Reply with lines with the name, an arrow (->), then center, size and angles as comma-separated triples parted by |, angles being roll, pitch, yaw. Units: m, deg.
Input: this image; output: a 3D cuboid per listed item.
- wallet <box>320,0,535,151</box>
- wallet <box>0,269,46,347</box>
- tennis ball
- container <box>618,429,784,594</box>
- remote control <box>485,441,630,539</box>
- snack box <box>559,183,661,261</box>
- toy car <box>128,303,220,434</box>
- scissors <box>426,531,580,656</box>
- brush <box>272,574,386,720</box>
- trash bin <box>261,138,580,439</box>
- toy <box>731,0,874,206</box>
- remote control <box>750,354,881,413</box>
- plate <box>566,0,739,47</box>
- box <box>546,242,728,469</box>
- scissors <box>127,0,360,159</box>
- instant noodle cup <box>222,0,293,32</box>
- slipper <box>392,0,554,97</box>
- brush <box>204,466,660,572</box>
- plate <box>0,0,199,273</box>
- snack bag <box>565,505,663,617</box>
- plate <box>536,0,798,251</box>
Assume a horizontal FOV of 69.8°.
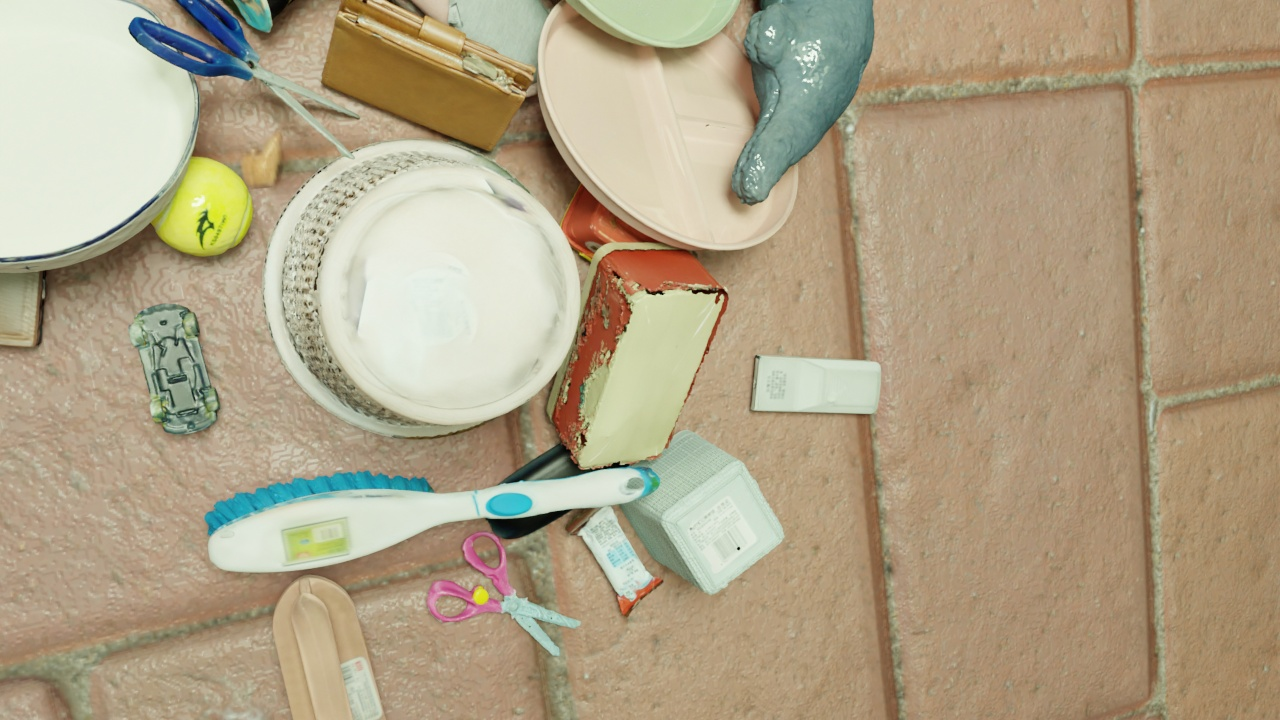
wallet -> -0.149, -0.198, 0.636 | 0.131, 0.108, 0.031 | 18, 70, -19
wallet -> -0.437, -0.072, 0.589 | 0.101, 0.032, 0.124 | 6, 94, -23
tennis ball -> -0.295, -0.103, 0.615 | 0.065, 0.065, 0.065 | -2, 96, -19
container -> 0.046, 0.120, 0.732 | 0.090, 0.111, 0.090 | -35, 105, -13
remote control -> -0.062, 0.096, 0.737 | 0.136, 0.024, 0.053 | -32, 103, -15
snack box -> -0.004, -0.108, 0.708 | 0.091, 0.080, 0.082 | 28, 85, -19
toy car -> -0.320, 0.005, 0.634 | 0.043, 0.034, 0.090 | -15, 98, -15
scissors -> -0.101, 0.188, 0.742 | 0.137, 0.017, 0.093 | 23, 81, -24
brush -> -0.228, 0.227, 0.670 | 0.063, 0.073, 0.145 | -13, 98, -17
trash bin -> -0.136, -0.044, 0.611 | 0.227, 0.192, 0.227 | -2, 96, -19
toy -> 0.123, -0.282, 0.716 | 0.137, 0.092, 0.356 | 8, 78, -37
remote control -> 0.156, 0.022, 0.807 | 0.124, 0.024, 0.049 | 2, 94, -19
plate -> -0.009, -0.338, 0.670 | 0.229, 0.028, 0.230 | 7, 79, -38
box -> -0.004, 0.004, 0.675 | 0.091, 0.076, 0.169 | -5, 131, -31
scissors -> -0.257, -0.193, 0.601 | 0.176, 0.162, 0.012 | 47, 109, 7
instant noodle cup -> -0.233, -0.297, 0.600 | 0.120, 0.111, 0.111 | -43, 107, -18
slipper -> -0.133, -0.282, 0.602 | 0.274, 0.054, 0.114 | 46, 69, -45
brush -> -0.149, 0.106, 0.664 | 0.314, 0.109, 0.060 | -8, 96, -18
plate -> -0.372, -0.140, 0.555 | 0.205, 0.046, 0.204 | 3, 67, -8
snack bag -> -0.020, 0.162, 0.759 | 0.048, 0.026, 0.104 | -39, 106, -18
plate -> 0.022, -0.179, 0.685 | 0.229, 0.028, 0.229 | 16, 60, -29
